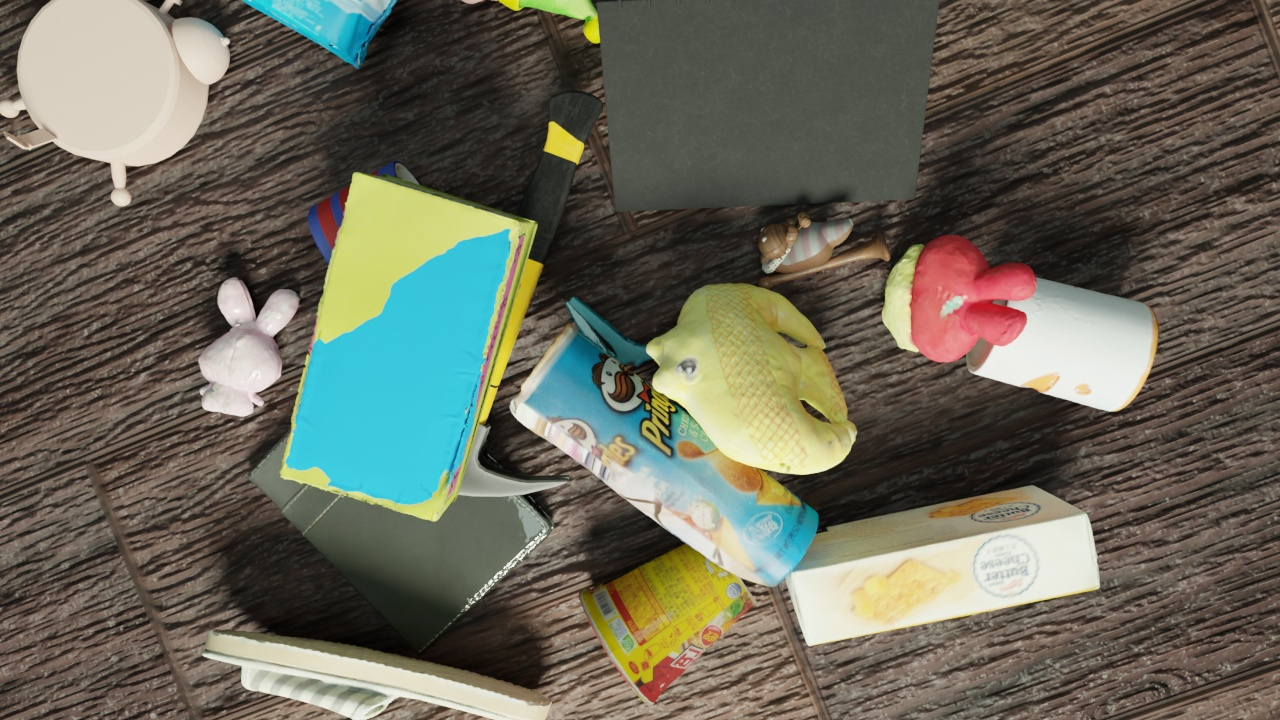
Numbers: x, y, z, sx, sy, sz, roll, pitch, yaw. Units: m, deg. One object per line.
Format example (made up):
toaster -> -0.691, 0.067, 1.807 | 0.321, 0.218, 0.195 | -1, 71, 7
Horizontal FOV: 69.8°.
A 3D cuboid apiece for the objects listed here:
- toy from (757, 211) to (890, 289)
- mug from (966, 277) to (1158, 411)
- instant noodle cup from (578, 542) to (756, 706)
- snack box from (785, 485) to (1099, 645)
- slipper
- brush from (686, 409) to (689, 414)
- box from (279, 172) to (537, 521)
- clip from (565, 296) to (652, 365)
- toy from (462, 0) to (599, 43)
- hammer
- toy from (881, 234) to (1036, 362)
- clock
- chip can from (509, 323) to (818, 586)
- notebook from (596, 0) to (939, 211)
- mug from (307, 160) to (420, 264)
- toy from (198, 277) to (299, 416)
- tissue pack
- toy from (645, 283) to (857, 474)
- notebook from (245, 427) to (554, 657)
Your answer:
toy -> 0.134, -0.088, 0.703 | 0.102, 0.041, 0.055 | -17, 115, 13
mug -> 0.306, -0.015, 0.673 | 0.105, 0.082, 0.082 | 15, 94, 4
instant noodle cup -> 0.026, 0.191, 0.705 | 0.112, 0.100, 0.100 | -33, 91, -3
snack box -> 0.212, 0.148, 0.679 | 0.208, 0.104, 0.057 | -13, 92, 5
slipper -> -0.206, 0.255, 0.719 | 0.272, 0.115, 0.054 | 11, 70, 0
brush -> 0.044, 0.065, 0.730 | 0.048, 0.017, 0.126 | 37, 95, 1
box -> -0.162, -0.010, 0.645 | 0.124, 0.079, 0.221 | 15, 100, -1
clip -> -0.002, 0.003, 0.726 | 0.119, 0.033, 0.120 | -5, 94, 8
toy -> -0.077, -0.306, 0.695 | 0.131, 0.097, 0.124 | 35, 89, 20
hammer -> -0.095, -0.049, 0.702 | 0.170, 0.034, 0.324 | 20, 93, 0
toy -> 0.223, -0.044, 0.659 | 0.045, 0.135, 0.091 | -2, 93, -27
clock -> -0.416, -0.224, 0.717 | 0.131, 0.086, 0.160 | 38, 89, 1
chip can -> 0.016, 0.072, 0.658 | 0.229, 0.079, 0.080 | 37, 95, -2
notebook -> 0.090, -0.191, 0.667 | 0.231, 0.019, 0.169 | -2, 127, 4
mug -> -0.194, -0.088, 0.717 | 0.076, 0.075, 0.112 | -27, 118, 5
toy -> -0.317, -0.010, 0.738 | 0.063, 0.047, 0.110 | 15, 85, -5
tissue pack -> -0.254, -0.300, 0.707 | 0.144, 0.061, 0.093 | 31, 93, -1
toy -> 0.080, 0.010, 0.661 | 0.154, 0.170, 0.065 | 8, 138, -20
notebook -> -0.194, 0.112, 0.746 | 0.169, 0.029, 0.209 | -44, 93, 7
